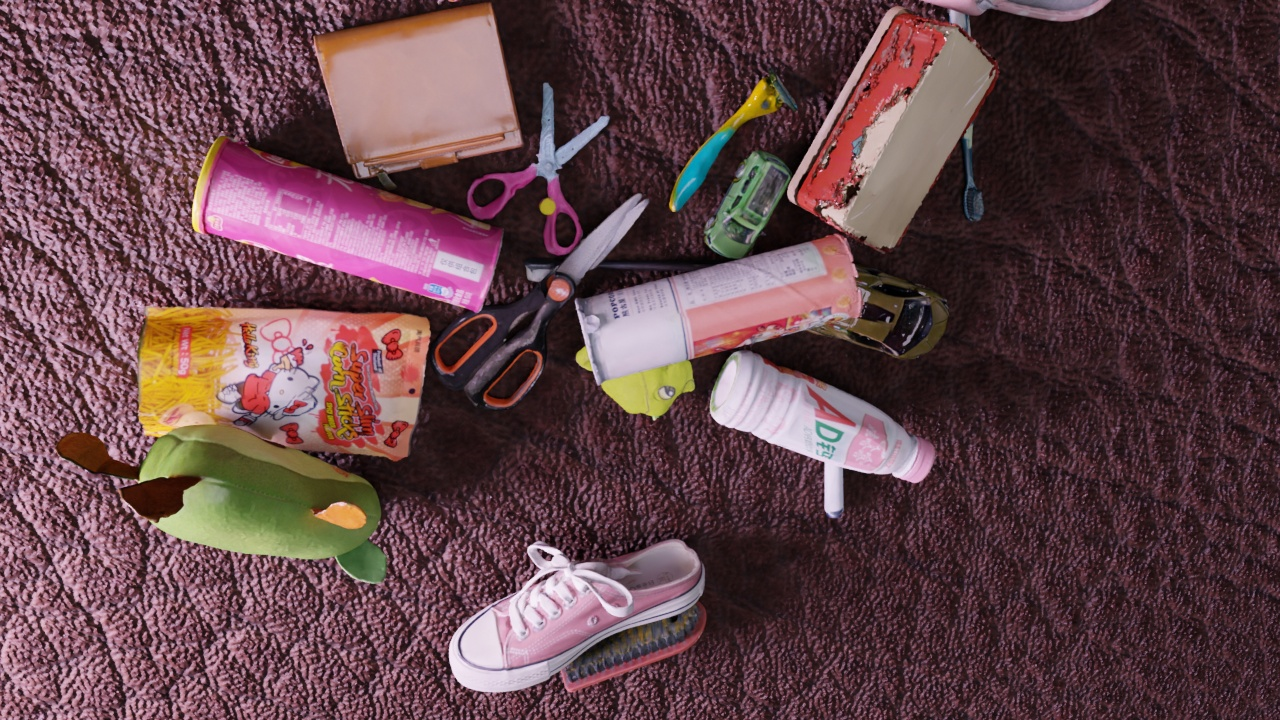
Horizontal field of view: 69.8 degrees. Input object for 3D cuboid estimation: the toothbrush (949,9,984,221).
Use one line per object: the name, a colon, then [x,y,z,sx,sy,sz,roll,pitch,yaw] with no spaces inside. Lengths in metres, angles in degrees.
toothbrush: [0.271,-0.206,0.758,0.016,0.018,0.192,-14,113,-5]

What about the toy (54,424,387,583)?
toy: [-0.294,0.102,0.693,0.246,0.227,0.090,32,71,-54]

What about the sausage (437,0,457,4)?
sausage: [-0.084,-0.304,0.656,0.156,0.020,0.020,-36,112,4]

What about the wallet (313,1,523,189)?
wallet: [-0.160,-0.190,0.676,0.130,0.035,0.119,-12,112,-4]

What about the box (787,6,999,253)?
box: [0.200,-0.174,0.710,0.091,0.079,0.168,16,108,-42]

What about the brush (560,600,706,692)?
brush: [-0.007,0.261,0.866,0.145,0.063,0.069,-18,143,-5]

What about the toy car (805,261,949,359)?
toy car: [0.201,-0.045,0.796,0.158,0.042,0.070,14,108,-18]

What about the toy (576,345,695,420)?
toy: [-0.005,0.005,0.781,0.096,0.031,0.100,-11,108,-2]

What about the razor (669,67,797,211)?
razor: [0.067,-0.171,0.729,0.132,0.028,0.043,-47,142,6]

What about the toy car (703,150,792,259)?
toy car: [0.088,-0.125,0.748,0.043,0.036,0.091,24,108,-19]

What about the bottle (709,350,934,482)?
bottle: [0.160,0.056,0.799,0.197,0.068,0.068,22,105,-10]

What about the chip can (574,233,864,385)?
chip can: [0.061,-0.041,0.721,0.214,0.071,0.071,-15,112,-1]

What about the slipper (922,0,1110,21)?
slipper: [0.236,-0.313,0.671,0.274,0.054,0.114,13,126,-10]

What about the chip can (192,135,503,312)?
chip can: [-0.212,-0.098,0.683,0.210,0.071,0.071,17,106,-16]

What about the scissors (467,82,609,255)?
scissors: [-0.082,-0.148,0.719,0.125,0.017,0.133,-1,106,-6]

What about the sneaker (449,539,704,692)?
sneaker: [-0.058,0.208,0.810,0.241,0.118,0.088,-19,130,-9]

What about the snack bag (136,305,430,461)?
snack bag: [-0.278,0.017,0.726,0.207,0.073,0.129,5,109,-20]

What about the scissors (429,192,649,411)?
scissors: [-0.086,-0.057,0.735,0.136,0.021,0.235,19,112,-14]

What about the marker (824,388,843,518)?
marker: [0.182,0.088,0.853,0.023,0.018,0.131,6,113,27]

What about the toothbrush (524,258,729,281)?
toothbrush: [-0.005,-0.076,0.759,0.181,0.015,0.018,-2,117,-9]
